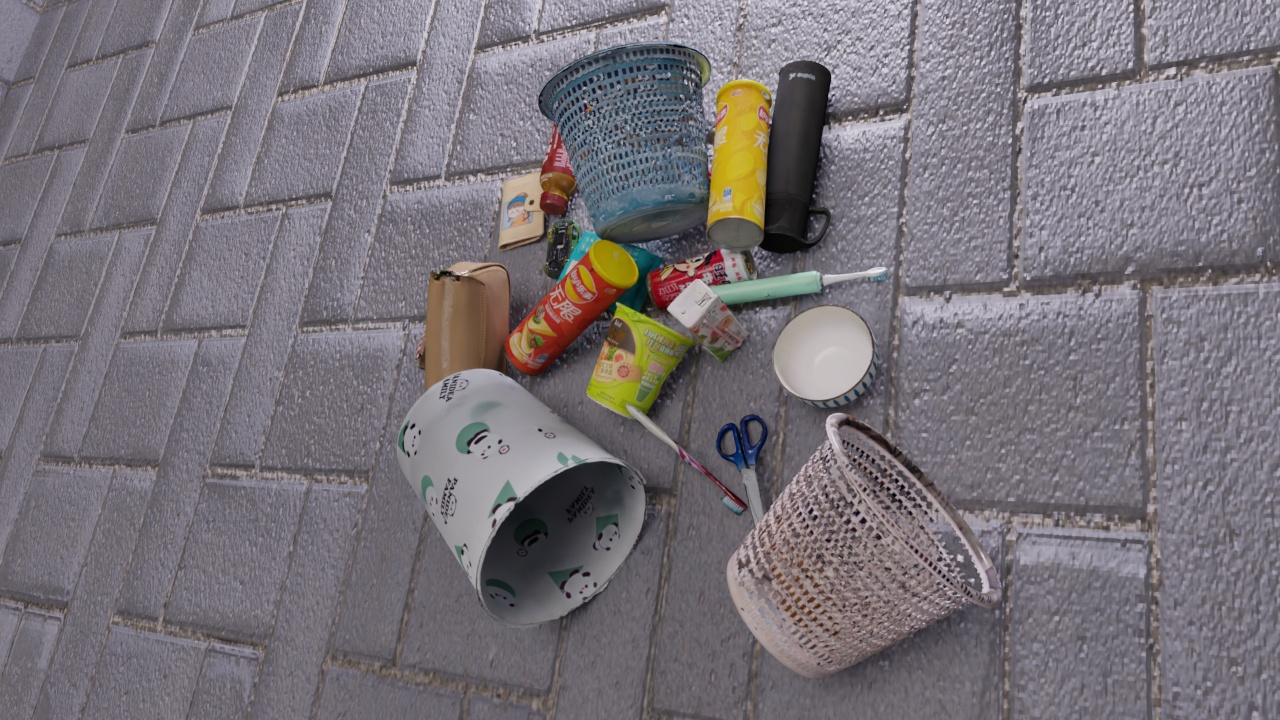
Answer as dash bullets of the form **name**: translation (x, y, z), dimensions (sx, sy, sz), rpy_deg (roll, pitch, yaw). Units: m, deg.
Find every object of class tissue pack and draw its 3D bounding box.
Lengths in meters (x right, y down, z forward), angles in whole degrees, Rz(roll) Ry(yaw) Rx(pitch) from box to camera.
- **tissue pack**: translation (-0.041, -0.116, 1.242), dimensions (0.133, 0.050, 0.093), rpy_deg (21, 80, 33)

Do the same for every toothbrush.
- **toothbrush**: translation (0.183, -0.091, 1.105), dimensions (0.225, 0.027, 0.026), rpy_deg (-8, 44, 19)
- **toothbrush**: translation (0.050, 0.115, 1.081), dimensions (0.187, 0.016, 0.017), rpy_deg (41, 104, 14)

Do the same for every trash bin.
- **trash bin**: translation (-0.003, -0.261, 1.167), dimensions (0.227, 0.226, 0.195), rpy_deg (-15, 82, 23)
- **trash bin**: translation (0.199, 0.196, 0.896), dimensions (0.192, 0.227, 0.227), rpy_deg (-46, 55, 20)
- **trash bin**: translation (-0.156, 0.148, 1.101), dimensions (0.229, 0.229, 0.252), rpy_deg (-53, 50, 0)

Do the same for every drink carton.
- **drink carton**: translation (0.085, -0.045, 1.099), dimensions (0.053, 0.122, 0.045), rpy_deg (-46, 57, 2)

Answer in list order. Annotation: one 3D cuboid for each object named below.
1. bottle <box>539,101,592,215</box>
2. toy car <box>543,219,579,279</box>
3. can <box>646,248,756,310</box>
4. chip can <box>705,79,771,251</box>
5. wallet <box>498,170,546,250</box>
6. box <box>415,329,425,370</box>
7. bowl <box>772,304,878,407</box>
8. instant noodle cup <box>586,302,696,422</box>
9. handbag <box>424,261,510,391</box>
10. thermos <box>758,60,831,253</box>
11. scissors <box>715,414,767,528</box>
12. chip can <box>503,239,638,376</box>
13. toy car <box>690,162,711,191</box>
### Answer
- **bottle**: translation (-0.112, -0.300, 1.353), dimensions (0.058, 0.057, 0.174), rpy_deg (1, 70, 29)
- **toy car**: translation (-0.109, -0.156, 1.304), dimensions (0.043, 0.036, 0.091), rpy_deg (-3, 68, 27)
- **can**: translation (0.078, -0.107, 1.169), dimensions (0.133, 0.053, 0.053), rpy_deg (-16, 63, 23)
- **chip can**: translation (0.122, -0.241, 1.130), dimensions (0.072, 0.072, 0.213), rpy_deg (-7, 62, 27)
- **wallet**: translation (-0.174, -0.227, 1.380), dimensions (0.087, 0.024, 0.115), rpy_deg (-13, 63, 30)
- **box**: translation (-0.255, -0.047, 1.328), dimensions (0.088, 0.076, 0.162), rpy_deg (24, 80, 6)
- **bowl**: translation (0.215, 0.002, 1.040), dimensions (0.117, 0.066, 0.116), rpy_deg (-12, 64, 25)
- **instant noodle cup**: translation (-0.007, 0.007, 1.144), dimensions (0.112, 0.111, 0.123), rpy_deg (28, 92, 34)
- **handbag**: translation (-0.238, -0.034, 1.239), dimensions (0.100, 0.147, 0.204), rpy_deg (2, 89, 17)
- **thermos**: translation (0.203, -0.255, 1.161), dimensions (0.090, 0.068, 0.242), rpy_deg (9, 75, 4)
- **scissors**: translation (0.113, 0.131, 1.040), dimensions (0.108, 0.012, 0.174), rpy_deg (-9, 44, 35)
- **chip can**: translation (-0.095, -0.065, 1.193), dimensions (0.217, 0.073, 0.073), rpy_deg (-40, 53, 36)
- **toy car**: translation (0.084, -0.233, 1.233), dimensions (0.049, 0.031, 0.106), rpy_deg (-43, 58, 8)
